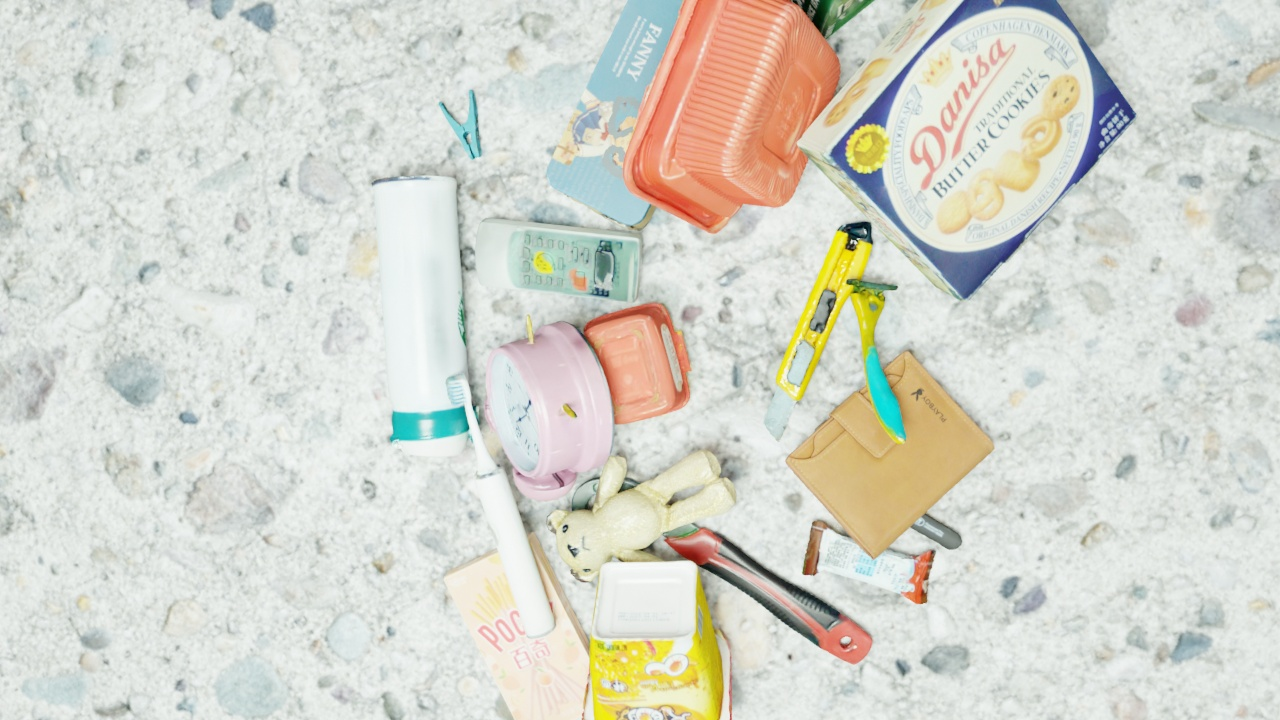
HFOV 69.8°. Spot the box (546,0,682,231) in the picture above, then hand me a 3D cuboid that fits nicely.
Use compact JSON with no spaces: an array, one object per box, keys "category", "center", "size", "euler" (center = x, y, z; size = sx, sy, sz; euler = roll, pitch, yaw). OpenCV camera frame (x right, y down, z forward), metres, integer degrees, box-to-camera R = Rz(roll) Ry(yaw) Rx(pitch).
[{"category":"box","center":[0.004,-0.197,0.709],"size":[0.090,0.063,0.184],"euler":[25,99,3]}]

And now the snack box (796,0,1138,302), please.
[{"category":"snack box","center":[0.235,-0.163,0.654],"size":[0.182,0.045,0.178],"euler":[36,100,-28]}]

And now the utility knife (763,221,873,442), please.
[{"category":"utility knife","center":[0.141,-0.023,0.731],"size":[0.033,0.015,0.190],"euler":[22,97,5]}]

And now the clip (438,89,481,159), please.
[{"category":"clip","center":[-0.144,-0.191,0.752],"size":[0.034,0.013,0.055],"euler":[-21,93,9]}]

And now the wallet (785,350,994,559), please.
[{"category":"wallet","center":[0.194,0.073,0.717],"size":[0.131,0.031,0.108],"euler":[-41,88,-3]}]

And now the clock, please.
[{"category":"clock","center":[-0.077,0.044,0.711],"size":[0.059,0.159,0.117],"euler":[-16,61,-26]}]

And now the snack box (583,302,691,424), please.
[{"category":"snack box","center":[-0.004,0.004,0.719],"size":[0.082,0.080,0.091],"euler":[-15,92,7]}]

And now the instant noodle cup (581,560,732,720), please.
[{"category":"instant noodle cup","center":[0.010,0.224,0.703],"size":[0.116,0.115,0.124],"euler":[-3,125,7]}]

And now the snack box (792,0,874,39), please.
[{"category":"snack box","center":[0.157,-0.294,0.593],"size":[0.114,0.240,0.063],"euler":[-37,92,7]}]

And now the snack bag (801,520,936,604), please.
[{"category":"snack bag","center":[0.184,0.163,0.737],"size":[0.104,0.026,0.048],"euler":[12,90,6]}]

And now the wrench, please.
[{"category":"wrench","center":[0.068,0.170,0.757],"size":[0.273,0.016,0.056],"euler":[28,101,4]}]

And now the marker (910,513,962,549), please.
[{"category":"marker","center":[0.202,0.117,0.736],"size":[0.124,0.015,0.018],"euler":[30,99,4]}]

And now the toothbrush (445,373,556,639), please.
[{"category":"toothbrush","center":[-0.113,0.116,0.734],"size":[0.026,0.027,0.221],"euler":[-21,98,-32]}]

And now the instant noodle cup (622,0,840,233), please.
[{"category":"instant noodle cup","center":[0.075,-0.184,0.648],"size":[0.079,0.164,0.189],"euler":[24,98,29]}]

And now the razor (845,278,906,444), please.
[{"category":"razor","center":[0.183,0.001,0.698],"size":[0.043,0.028,0.132],"euler":[6,68,-32]}]

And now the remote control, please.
[{"category":"remote control","center":[-0.067,-0.081,0.742],"size":[0.135,0.019,0.056],"euler":[7,115,6]}]

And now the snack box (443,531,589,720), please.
[{"category":"snack box","center":[-0.094,0.233,0.777],"size":[0.084,0.026,0.157],"euler":[-26,92,8]}]

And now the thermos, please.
[{"category":"thermos","center":[-0.173,-0.033,0.744],"size":[0.073,0.073,0.224],"euler":[-2,95,7]}]

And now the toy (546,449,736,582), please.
[{"category":"toy","center":[0.001,0.122,0.719],"size":[0.157,0.066,0.105],"euler":[-28,87,18]}]
